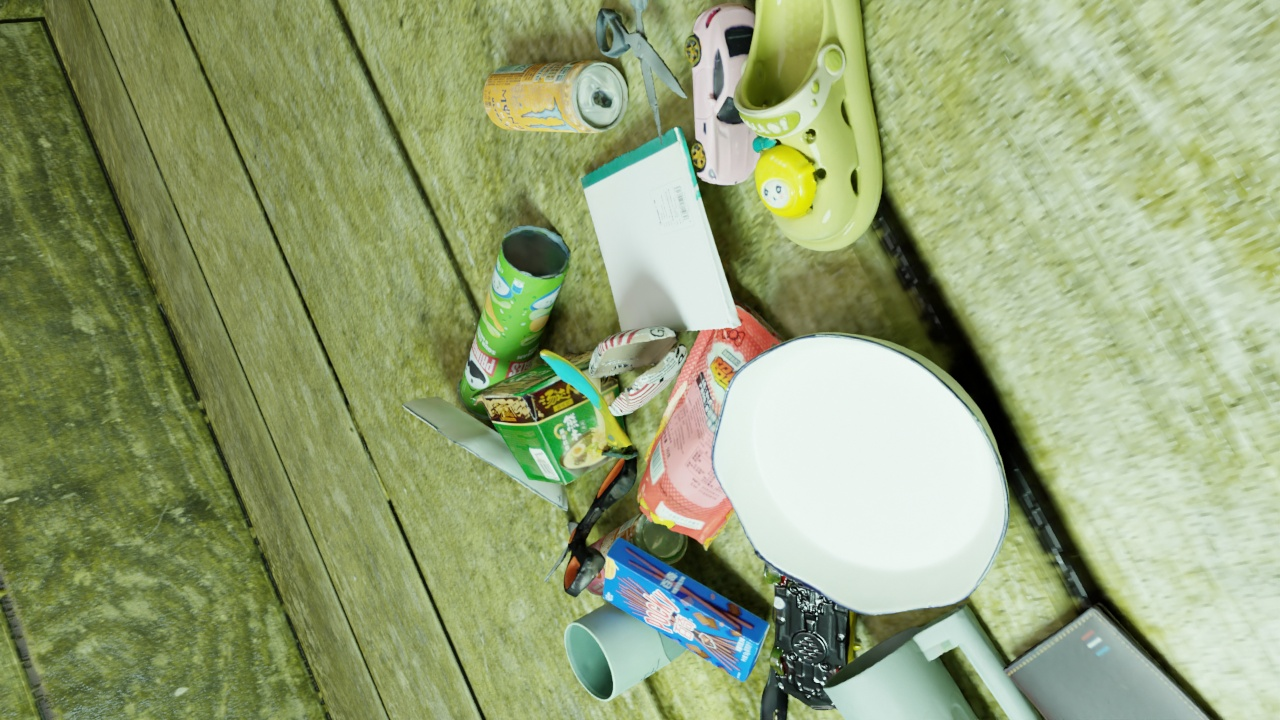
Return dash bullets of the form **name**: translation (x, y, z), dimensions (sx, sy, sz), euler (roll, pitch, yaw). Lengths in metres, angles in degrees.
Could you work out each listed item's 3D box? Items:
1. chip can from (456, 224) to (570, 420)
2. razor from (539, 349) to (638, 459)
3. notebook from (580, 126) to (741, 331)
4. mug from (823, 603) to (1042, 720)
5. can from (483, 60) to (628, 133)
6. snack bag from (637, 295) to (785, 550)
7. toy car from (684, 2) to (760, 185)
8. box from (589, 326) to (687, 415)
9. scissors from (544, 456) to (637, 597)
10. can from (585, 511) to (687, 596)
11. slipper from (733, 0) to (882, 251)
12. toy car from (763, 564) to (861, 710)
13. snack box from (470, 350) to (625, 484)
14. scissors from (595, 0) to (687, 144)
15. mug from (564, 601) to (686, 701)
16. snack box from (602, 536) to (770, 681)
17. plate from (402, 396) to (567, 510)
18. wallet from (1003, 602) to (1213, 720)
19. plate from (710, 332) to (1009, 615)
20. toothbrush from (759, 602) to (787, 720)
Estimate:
- **chip can**: translation (-0.137, -0.033, 0.961), dimensions (0.072, 0.072, 0.237), euler (53, 141, 23)
- **razor**: translation (-0.049, 0.038, 0.838), dimensions (0.043, 0.028, 0.132), euler (4, 135, 57)
- **notebook**: translation (0.008, -0.094, 0.746), dimensions (0.209, 0.012, 0.150), euler (2, 109, 68)
- **mug**: translation (0.207, 0.245, 0.644), dimensions (0.124, 0.083, 0.103), euler (-40, 73, 28)
- **can**: translation (-0.077, -0.228, 0.796), dimensions (0.146, 0.058, 0.058), euler (18, 121, 48)
- **snack bag**: translation (0.064, 0.054, 0.749), dimensions (0.128, 0.073, 0.208), euler (55, 137, 33)
- **toy car**: translation (0.063, -0.182, 0.636), dimensions (0.037, 0.056, 0.122), euler (28, 128, 53)
- **box**: translation (-0.006, -0.004, 0.773), dimensions (0.079, 0.074, 0.164), euler (53, 169, 5)
- **scissors**: translation (-0.053, 0.175, 0.940), dimensions (0.224, 0.021, 0.220), euler (-61, 8, 13)
- **can**: translation (-0.011, 0.193, 0.916), dimensions (0.058, 0.057, 0.148), euler (62, 144, 11)
- **slipper**: translation (0.094, -0.162, 0.584), dimensions (0.092, 0.081, 0.190), euler (13, 114, 53)
- **toy car**: translation (0.138, 0.206, 0.730), dimensions (0.071, 0.041, 0.156), euler (8, 111, 29)
- **snack box**: translation (-0.080, 0.059, 0.898), dimensions (0.118, 0.117, 0.105), euler (-6, 106, 57)
- **scissors**: translation (-0.001, -0.240, 0.687), dimensions (0.172, 0.014, 0.159), euler (-161, 71, -63)
- **mug**: translation (-0.015, 0.284, 0.925), dimensions (0.082, 0.106, 0.112), euler (56, 142, 18)
- **snack box**: translation (0.037, 0.228, 0.838), dimensions (0.157, 0.026, 0.085), euler (27, 142, 17)
- **plate**: translation (-0.171, 0.096, 1.036), dimensions (0.162, 0.034, 0.266), euler (39, 169, -31)
- **wallet**: translation (0.294, 0.217, 0.557), dimensions (0.122, 0.020, 0.097), euler (50, 140, 22)
- **plate**: translation (0.146, 0.073, 0.620), dimensions (0.205, 0.045, 0.205), euler (17, 122, 30)
- **toothbrush**: translation (0.120, 0.308, 0.828), dimensions (0.027, 0.026, 0.213), euler (-107, 15, -67)
